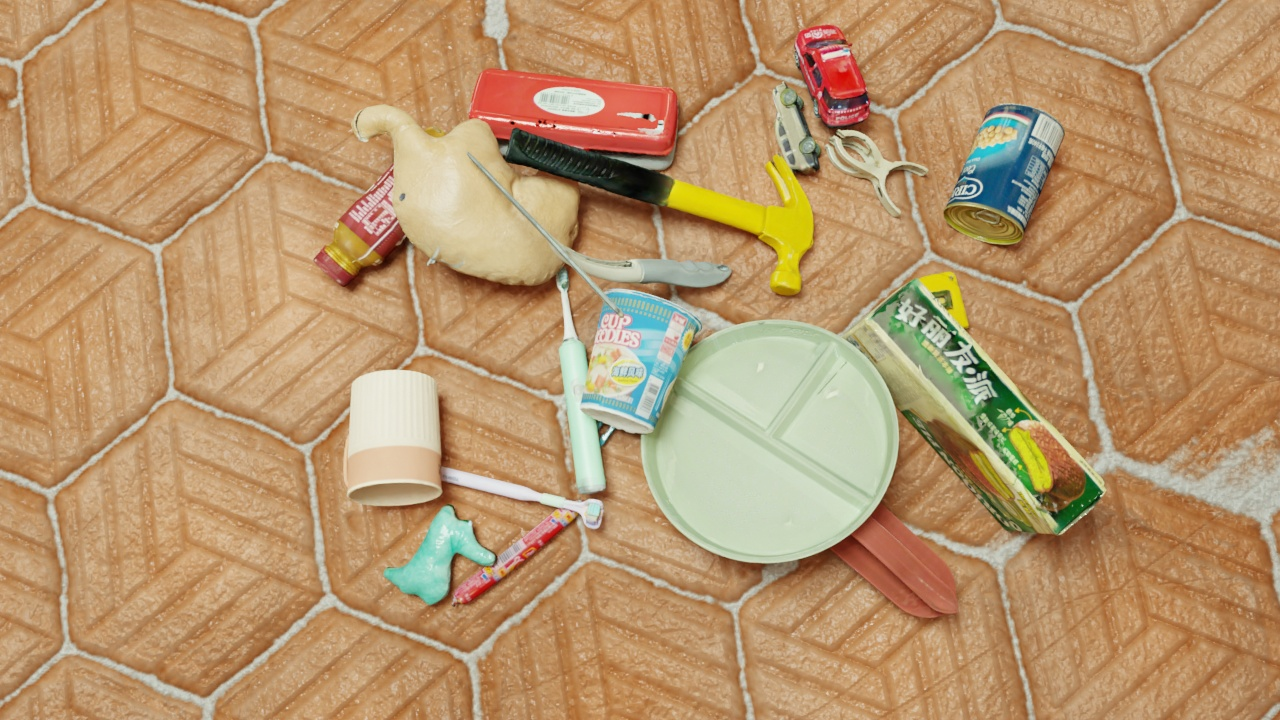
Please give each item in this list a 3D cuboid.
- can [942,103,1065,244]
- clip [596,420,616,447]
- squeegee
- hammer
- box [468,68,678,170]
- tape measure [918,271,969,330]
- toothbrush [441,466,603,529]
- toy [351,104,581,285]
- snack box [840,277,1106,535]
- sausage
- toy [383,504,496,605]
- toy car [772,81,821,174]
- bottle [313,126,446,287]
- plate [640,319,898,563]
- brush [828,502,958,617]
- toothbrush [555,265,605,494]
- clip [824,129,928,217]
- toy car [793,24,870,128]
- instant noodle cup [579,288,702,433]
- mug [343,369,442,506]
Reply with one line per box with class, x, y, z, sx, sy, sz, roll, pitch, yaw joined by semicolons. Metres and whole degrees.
can;0.342;-0.175;0.862;0.075;0.075;0.111;24;83;5
clip;-0.028;0.056;0.874;0.041;0.014;0.056;32;85;7
squeegee;-0.007;-0.086;0.813;0.246;0.246;0.039;47;118;37
hammer;0.024;-0.157;0.849;0.300;0.033;0.128;14;75;-15
box;-0.063;-0.236;0.905;0.201;0.068;0.090;6;62;2
tape measure;0.279;-0.053;0.870;0.057;0.029;0.060;-11;82;1
toothbrush;-0.126;0.122;0.855;0.189;0.021;0.029;12;103;12
toy;-0.162;-0.151;0.840;0.226;0.083;0.143;24;70;-21
snack box;0.286;0.044;0.814;0.063;0.114;0.240;-40;83;-5
sausage;-0.114;0.179;0.856;0.156;0.020;0.020;-38;83;-3
toy;-0.183;0.182;0.851;0.096;0.030;0.092;23;85;17
toy car;0.149;-0.225;0.891;0.035;0.042;0.090;-18;87;18
bottle;-0.240;-0.146;0.886;0.057;0.057;0.175;43;86;7
plate;0.114;0.070;0.826;0.230;0.027;0.229;-7;64;15
brush;0.221;0.174;0.821;0.146;0.069;0.063;42;86;7
toothbrush;-0.061;0.016;0.868;0.026;0.027;0.224;-5;74;-13
clip;0.227;-0.192;0.890;0.098;0.034;0.064;32;84;1
toy car;0.186;-0.279;0.885;0.053;0.045;0.120;-13;60;-4
instant noodle cup;-0.005;0.005;0.832;0.099;0.099;0.109;17;77;4
mug;-0.234;0.076;0.844;0.115;0.081;0.105;-23;62;37
